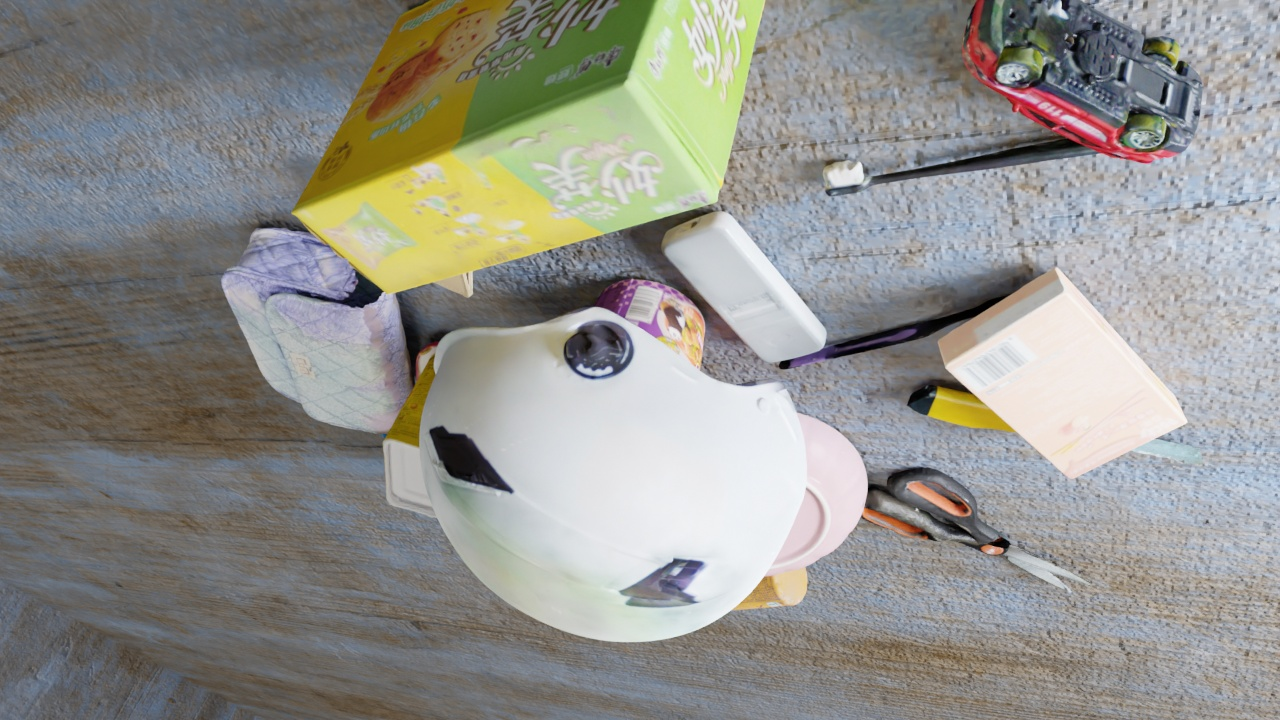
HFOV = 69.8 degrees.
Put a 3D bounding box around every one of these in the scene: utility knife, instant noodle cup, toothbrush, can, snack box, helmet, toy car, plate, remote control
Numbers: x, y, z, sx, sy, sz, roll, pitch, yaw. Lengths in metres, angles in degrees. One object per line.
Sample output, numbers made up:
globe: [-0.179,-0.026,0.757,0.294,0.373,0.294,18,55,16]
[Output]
utility knife: [0.297,0.047,0.658,0.207,0.015,0.033,12,145,8]
instant noodle cup: [-0.004,0.004,0.661,0.111,0.099,0.112,12,144,9]
toothbrush: [0.175,-0.015,0.629,0.189,0.014,0.016,-17,145,40]
can: [0.102,0.234,0.972,0.146,0.058,0.058,-19,131,42]
snack box: [-0.052,-0.130,0.443,0.211,0.157,0.070,-10,141,35]
helmet: [-0.033,0.092,0.581,0.258,0.145,0.230,19,146,-1]
snack box: [0.272,0.014,0.589,0.157,0.026,0.085,35,125,-28]
toy car: [0.199,-0.130,0.420,0.120,0.052,0.045,23,164,-15]
toothbrush: [0.185,-0.109,0.491,0.181,0.015,0.018,-3,132,29]
plate: [0.098,0.124,0.779,0.192,0.039,0.193,1,128,1]
instant noodle cup: [-0.151,0.063,0.766,0.116,0.123,0.116,15,127,8]
remote control: [0.072,-0.047,0.624,0.056,0.020,0.136,-17,133,39]

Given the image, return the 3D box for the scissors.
scissors: [0.303,0.152,0.797,0.234,0.021,0.163,13,145,8]

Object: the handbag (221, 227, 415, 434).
handbag: [-0.260,-0.017,0.768,0.134,0.075,0.194,14,146,5]

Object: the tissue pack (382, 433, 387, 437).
tissue pack: [-0.181,0.095,0.910,0.157,0.052,0.095,-1,142,25]

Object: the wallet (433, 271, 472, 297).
wallet: [-0.172,-0.089,0.656,0.115,0.024,0.087,25,152,11]
